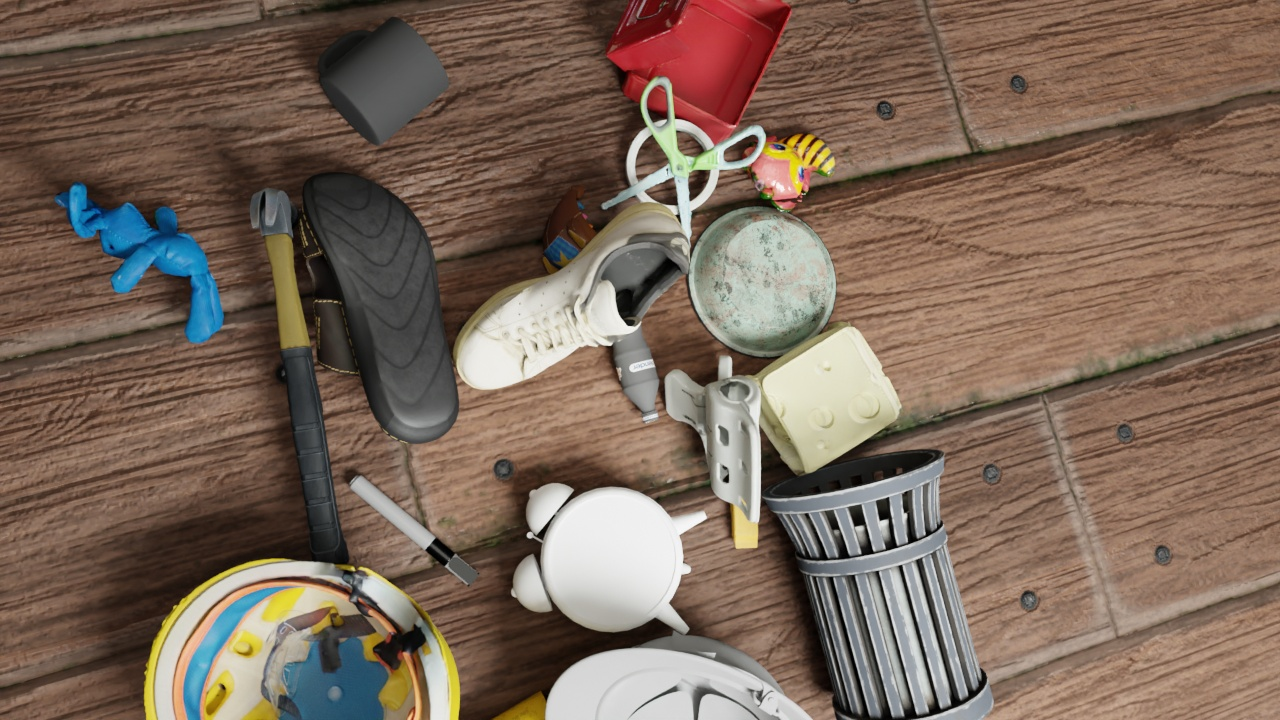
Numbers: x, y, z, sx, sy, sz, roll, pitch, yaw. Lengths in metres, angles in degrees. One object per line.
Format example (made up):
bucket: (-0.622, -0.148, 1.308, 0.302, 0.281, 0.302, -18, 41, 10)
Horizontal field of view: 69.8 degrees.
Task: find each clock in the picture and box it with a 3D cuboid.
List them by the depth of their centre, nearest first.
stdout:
clock: (-0.030, 0.178, 0.833, 0.161, 0.073, 0.125, 10, 80, -3)

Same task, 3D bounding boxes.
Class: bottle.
bottle: (-0.141, 0.355, 0.779, 0.163, 0.071, 0.071, -27, 88, -14)
bottle: (-0.005, 0.005, 0.871, 0.036, 0.036, 0.110, -15, 86, -13)

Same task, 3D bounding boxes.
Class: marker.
marker: (-0.203, 0.152, 0.822, 0.140, 0.016, 0.016, 41, 77, -3)

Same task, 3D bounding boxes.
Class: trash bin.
trash bin: (0.219, 0.212, 0.828, 0.164, 0.164, 0.227, -14, 89, -13)

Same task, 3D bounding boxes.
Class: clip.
clip: (0.078, 0.061, 0.832, 0.072, 0.142, 0.125, -13, 130, -13)

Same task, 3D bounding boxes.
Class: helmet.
helmet: (-0.255, 0.272, 0.737, 0.240, 0.140, 0.208, 26, 72, 16)
helmet: (0.043, 0.301, 0.802, 0.271, 0.117, 0.184, 37, 109, -16)

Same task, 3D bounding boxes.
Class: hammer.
hammer: (-0.290, 0.017, 0.785, 0.025, 0.118, 0.333, -9, 89, -10)

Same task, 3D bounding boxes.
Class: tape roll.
tape roll: (0.031, -0.191, 0.909, 0.093, 0.013, 0.093, 0, 93, -7)

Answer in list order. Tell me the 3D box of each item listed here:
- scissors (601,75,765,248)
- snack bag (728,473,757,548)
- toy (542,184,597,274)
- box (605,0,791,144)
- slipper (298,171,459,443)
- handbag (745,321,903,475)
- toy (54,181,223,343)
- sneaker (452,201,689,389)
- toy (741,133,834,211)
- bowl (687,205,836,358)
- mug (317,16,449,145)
scissors: (0.041, -0.185, 0.877, 0.174, 0.022, 0.171, -10, 117, 2)
snack bag: (0.099, 0.130, 0.883, 0.026, 0.020, 0.099, -2, 83, -6)
toy: (-0.046, -0.120, 0.883, 0.090, 0.071, 0.102, 26, 55, -20)
box: (0.069, -0.318, 0.894, 0.168, 0.154, 0.157, 33, 77, -37)
slipper: (-0.235, -0.046, 0.816, 0.112, 0.076, 0.267, -12, 73, -37)
handbag: (0.174, 0.035, 0.878, 0.119, 0.081, 0.111, -30, 82, -13)
toy: (-0.421, -0.093, 0.775, 0.176, 0.113, 0.071, 44, 91, -12)
sneaker: (-0.053, -0.039, 0.807, 0.241, 0.102, 0.089, -37, 127, 3)
toy: (0.145, -0.195, 0.925, 0.103, 0.046, 0.084, -26, 66, -23)
bowl: (0.127, -0.082, 0.908, 0.157, 0.039, 0.157, 2, 82, -11)
mug: (-0.247, -0.264, 0.847, 0.113, 0.078, 0.088, 39, 75, 24)
